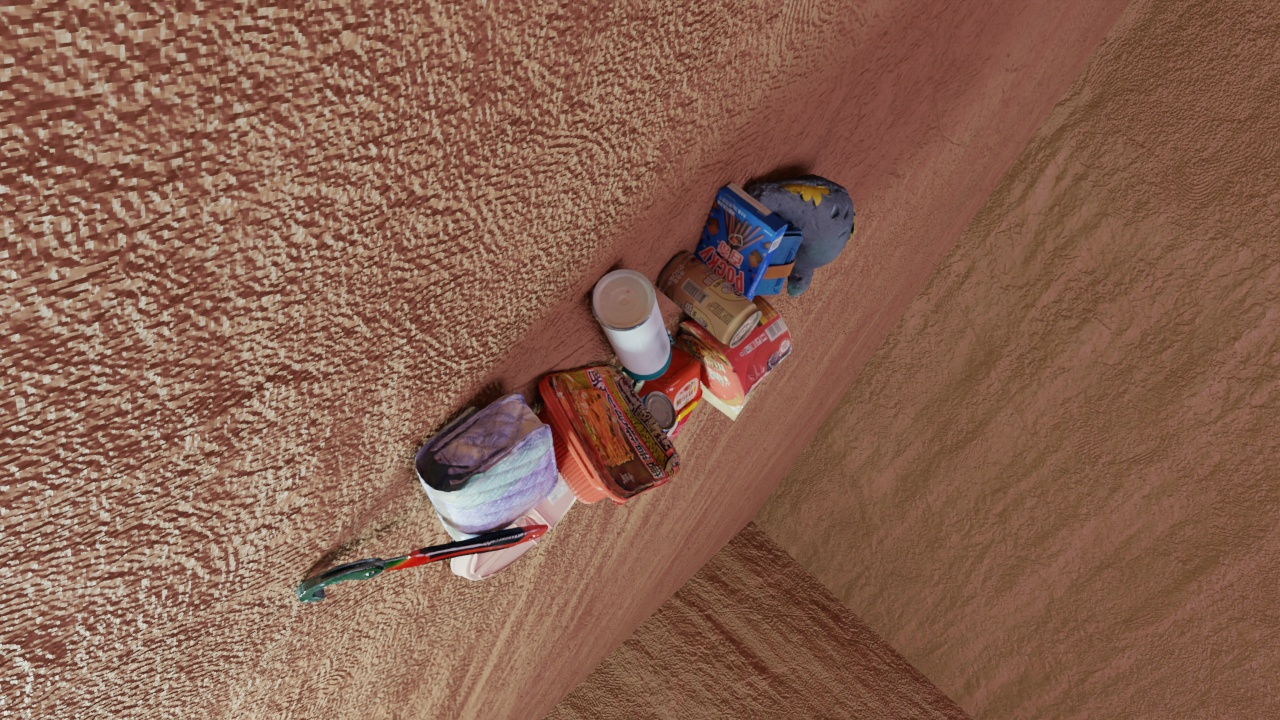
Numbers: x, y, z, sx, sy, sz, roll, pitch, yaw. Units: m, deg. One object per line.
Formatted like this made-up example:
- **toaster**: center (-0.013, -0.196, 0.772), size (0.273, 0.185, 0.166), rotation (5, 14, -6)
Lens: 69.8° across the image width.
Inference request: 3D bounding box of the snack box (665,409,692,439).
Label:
- **snack box**: center (0.000, 0.101, 1.349), size (0.207, 0.057, 0.058), rotation (-19, 143, -58)

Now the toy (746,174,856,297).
- **toy**: center (0.221, -0.177, 1.236), size (0.138, 0.091, 0.356), rotation (-31, 158, 4)

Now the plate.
- **plate**: center (-0.152, 0.205, 1.207), size (0.229, 0.028, 0.230), rotation (-41, 160, -19)

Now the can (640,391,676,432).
- **can**: center (-0.018, 0.087, 1.193), size (0.135, 0.053, 0.053), rotation (-28, 180, 40)

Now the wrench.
- **wrench**: center (-0.214, 0.203, 0.948), size (0.272, 0.016, 0.056), rotation (-8, 150, -35)

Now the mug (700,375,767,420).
- **mug**: center (0.132, 0.017, 1.384), size (0.124, 0.103, 0.084), rotation (-46, 169, -48)

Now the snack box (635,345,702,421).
- **snack box**: center (0.037, 0.032, 1.266), size (0.091, 0.082, 0.080), rotation (-38, 147, -35)

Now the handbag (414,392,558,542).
- **handbag**: center (-0.158, 0.117, 0.959), size (0.134, 0.075, 0.194), rotation (-37, 159, -20)

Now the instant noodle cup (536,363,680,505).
- **instant noodle cup**: center (-0.047, 0.091, 1.055), size (0.079, 0.164, 0.188), rotation (-38, 168, 23)

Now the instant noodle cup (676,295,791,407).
- **instant noodle cup**: center (0.134, -0.021, 1.258), size (0.108, 0.138, 0.138), rotation (-35, 160, -17)

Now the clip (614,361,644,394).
- **clip**: center (-0.006, 0.009, 1.178), size (0.103, 0.035, 0.093), rotation (-52, 161, -17)

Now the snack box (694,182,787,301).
- **snack box**: center (0.109, -0.124, 1.080), size (0.026, 0.084, 0.157), rotation (-37, 159, -35)

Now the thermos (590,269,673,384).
- **thermos**: center (-0.002, -0.033, 1.036), size (0.073, 0.073, 0.224), rotation (-47, 164, -7)

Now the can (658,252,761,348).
- **can**: center (0.080, -0.071, 1.067), size (0.058, 0.116, 0.059), rotation (-44, 163, -18)

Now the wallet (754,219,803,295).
- **wallet**: center (0.140, -0.125, 1.161), size (0.106, 0.040, 0.133), rotation (-2, 152, -8)
